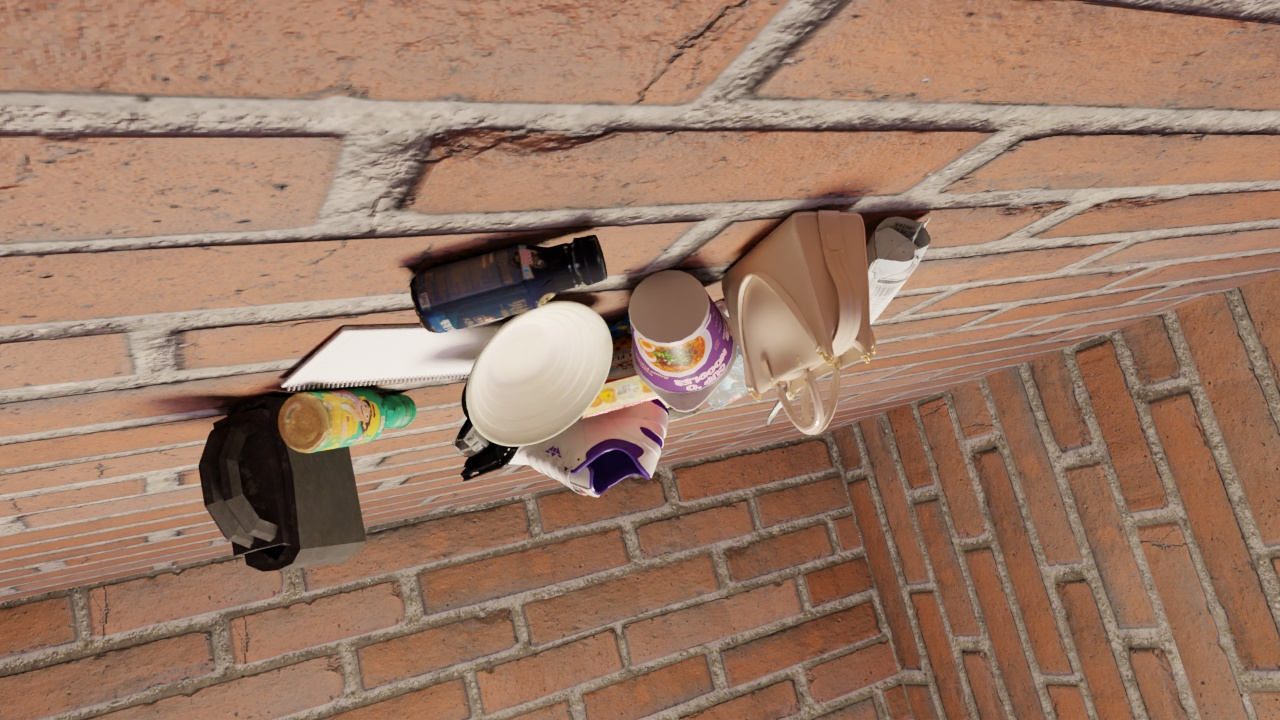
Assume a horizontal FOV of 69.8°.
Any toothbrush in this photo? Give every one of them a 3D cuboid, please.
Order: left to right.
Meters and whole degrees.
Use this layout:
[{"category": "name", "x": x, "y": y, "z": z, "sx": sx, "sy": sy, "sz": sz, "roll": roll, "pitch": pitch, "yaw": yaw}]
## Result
[{"category": "toothbrush", "x": 0.148, "y": -0.061, "z": 1.204, "sx": 0.019, "sy": 0.018, "sz": 0.187, "roll": -27, "pitch": 164, "yaw": 29}]

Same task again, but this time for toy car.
[{"category": "toy car", "x": -0.153, "y": 0.045, "z": 1.067, "sx": 0.094, "sy": 0.071, "sz": 0.191, "roll": -26, "pitch": -157, "yaw": 47}]

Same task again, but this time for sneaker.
[{"category": "sneaker", "x": -0.084, "y": 0.118, "z": 1.122, "sx": 0.244, "sy": 0.111, "sz": 0.092, "roll": -10, "pitch": 142, "yaw": 17}]

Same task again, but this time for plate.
[{"category": "plate", "x": 0.011, "y": 0.085, "z": 1.347, "sx": 0.157, "sy": 0.014, "sz": 0.157, "roll": -12, "pitch": -179, "yaw": 0}]

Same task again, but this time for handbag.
[{"category": "handbag", "x": -0.423, "y": 0.143, "z": 1.045, "sx": 0.102, "sy": 0.197, "sz": 0.199, "roll": -17, "pitch": 168, "yaw": 14}, {"category": "handbag", "x": 0.163, "y": -0.025, "z": 0.925, "sx": 0.101, "sy": 0.197, "sz": 0.195, "roll": -3, "pitch": 166, "yaw": -19}]

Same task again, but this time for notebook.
[{"category": "notebook", "x": -0.244, "y": -0.006, "z": 1.007, "sx": 0.245, "sy": 0.013, "sz": 0.178, "roll": -4, "pitch": 164, "yaw": -42}]

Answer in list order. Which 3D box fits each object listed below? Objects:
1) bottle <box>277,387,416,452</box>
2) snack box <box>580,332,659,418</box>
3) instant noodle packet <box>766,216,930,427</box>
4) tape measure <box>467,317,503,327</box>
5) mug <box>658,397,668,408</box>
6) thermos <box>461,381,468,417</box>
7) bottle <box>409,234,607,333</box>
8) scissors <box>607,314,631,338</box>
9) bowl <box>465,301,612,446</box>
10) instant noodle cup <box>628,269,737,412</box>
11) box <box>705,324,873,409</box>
[{"category": "bottle", "x": -0.339, "y": 0.066, "z": 1.096, "sx": 0.068, "sy": 0.068, "sz": 0.209, "roll": -17, "pitch": 176, "yaw": 16}, {"category": "snack box", "x": -0.007, "y": 0.006, "z": 1.113, "sx": 0.143, "sy": 0.040, "sz": 0.144, "roll": -15, "pitch": -158, "yaw": 6}, {"category": "instant noodle packet", "x": 0.226, "y": -0.042, "z": 1.032, "sx": 0.146, "sy": 0.057, "sz": 0.270, "roll": -34, "pitch": 160, "yaw": -40}, {"category": "tape measure", "x": -0.154, "y": -0.051, "z": 0.874, "sx": 0.060, "sy": 0.020, "sz": 0.062, "roll": -18, "pitch": 169, "yaw": 20}, {"category": "mug", "x": 0.018, "y": 0.025, "z": 1.283, "sx": 0.112, "sy": 0.089, "sz": 0.086, "roll": -14, "pitch": 169, "yaw": -1}, {"category": "thermos", "x": -0.147, "y": 0.063, "z": 1.262, "sx": 0.106, "sy": 0.105, "sz": 0.218, "roll": -20, "pitch": 162, "yaw": 27}, {"category": "bottle", "x": -0.108, "y": -0.066, "z": 0.765, "sx": 0.161, "sy": 0.056, "sz": 0.056, "roll": -15, "pitch": 169, "yaw": 2}, {"category": "scissors", "x": -0.015, "y": -0.048, "z": 1.088, "sx": 0.070, "sy": 0.022, "sz": 0.131, "roll": -12, "pitch": 173, "yaw": -12}, {"category": "bowl", "x": -0.118, "y": 0.003, "z": 0.983, "sx": 0.176, "sy": 0.058, "sz": 0.177, "roll": -23, "pitch": 132, "yaw": -28}, {"category": "instant noodle cup", "x": 0.039, "y": -0.028, "z": 0.980, "sx": 0.122, "sy": 0.136, "sz": 0.122, "roll": -4, "pitch": 160, "yaw": 9}, {"category": "box", "x": 0.168, "y": -0.022, "z": 1.163, "sx": 0.244, "sy": 0.085, "sz": 0.091, "roll": -30, "pitch": 163, "yaw": 25}]
